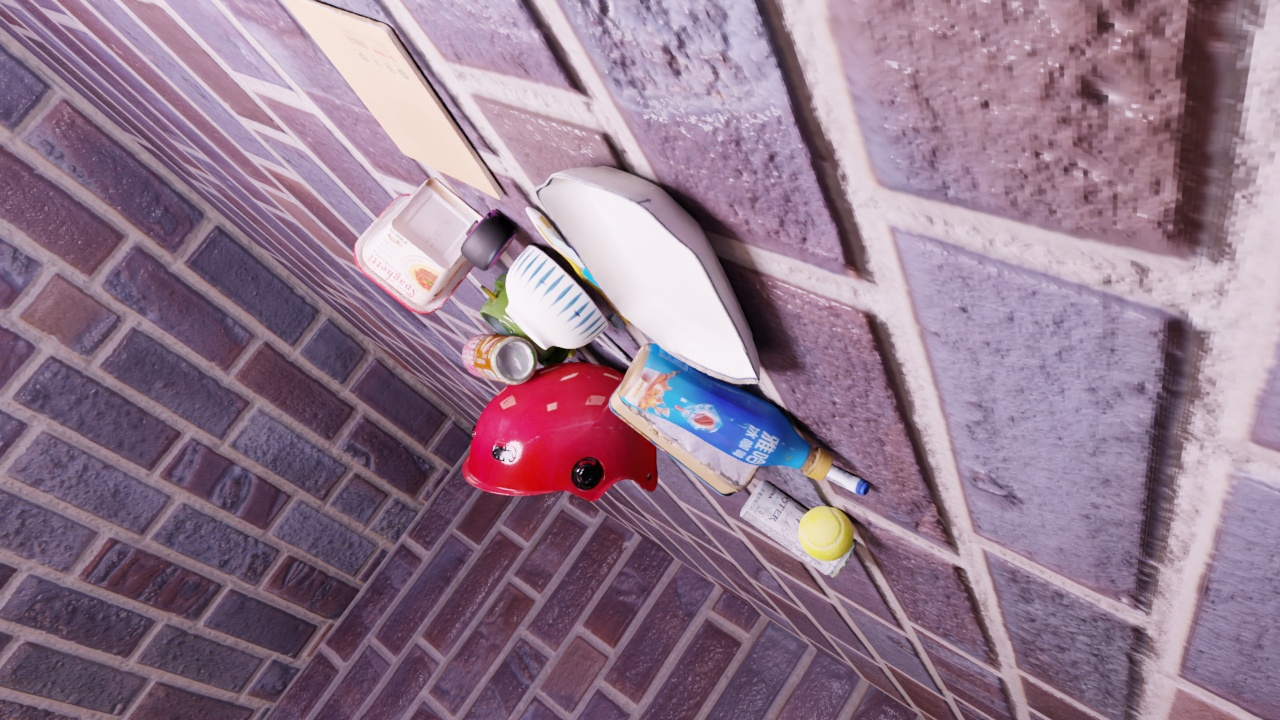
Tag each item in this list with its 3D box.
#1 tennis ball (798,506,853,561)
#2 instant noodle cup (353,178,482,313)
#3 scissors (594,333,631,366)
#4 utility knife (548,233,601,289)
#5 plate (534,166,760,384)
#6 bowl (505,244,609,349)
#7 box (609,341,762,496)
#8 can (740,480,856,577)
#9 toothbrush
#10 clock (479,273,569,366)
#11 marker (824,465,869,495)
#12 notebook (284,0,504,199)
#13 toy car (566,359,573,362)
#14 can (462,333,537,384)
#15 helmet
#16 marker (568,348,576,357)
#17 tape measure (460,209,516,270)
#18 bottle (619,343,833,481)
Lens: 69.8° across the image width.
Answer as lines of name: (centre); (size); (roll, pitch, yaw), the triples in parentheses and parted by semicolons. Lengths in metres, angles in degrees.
tennis ball: (0.222, 0.207, 1.097); (0.065, 0.065, 0.065); (34, 167, 9)
instant noodle cup: (-0.234, -0.129, 0.999); (0.116, 0.116, 0.124); (39, 155, -13)
scissors: (-0.008, 0.009, 1.107); (0.163, 0.012, 0.161); (33, 166, 21)
utility knife: (-0.013, -0.059, 0.859); (0.187, 0.018, 0.034); (37, 169, -14)
plate: (0.018, -0.067, 0.727); (0.162, 0.034, 0.266); (26, 163, 34)
bowl: (-0.095, -0.055, 0.939); (0.116, 0.066, 0.116); (44, 173, 7)
box: (0.061, 0.064, 0.954); (0.184, 0.089, 0.061); (41, 163, -4)
can: (0.205, 0.220, 1.198); (0.147, 0.058, 0.058); (34, 167, 9)
toothbrush: (-0.060, -0.085, 0.893); (0.016, 0.018, 0.191); (22, 162, 41)
clock: (-0.142, -0.045, 1.154); (0.116, 0.056, 0.161); (34, 167, 14)
marker: (0.177, 0.107, 0.969); (0.146, 0.017, 0.017); (25, 163, 39)
notebook: (-0.214, -0.229, 0.804); (0.148, 0.008, 0.208); (29, 165, 30)
toy car: (-0.070, 0.033, 1.296); (0.049, 0.031, 0.105); (26, 162, 38)
can: (-0.175, -0.003, 1.129); (0.058, 0.057, 0.147); (41, 166, -21)
helmet: (-0.094, 0.075, 1.120); (0.239, 0.144, 0.207); (-2, -164, -33)
marker: (-0.137, -0.044, 1.242); (0.124, 0.015, 0.018); (36, 166, 13)
tape measure: (-0.154, -0.121, 0.922); (0.039, 0.057, 0.058); (39, 175, -8)
bottle: (0.087, 0.057, 0.897); (0.218, 0.065, 0.065); (27, 168, -7)
